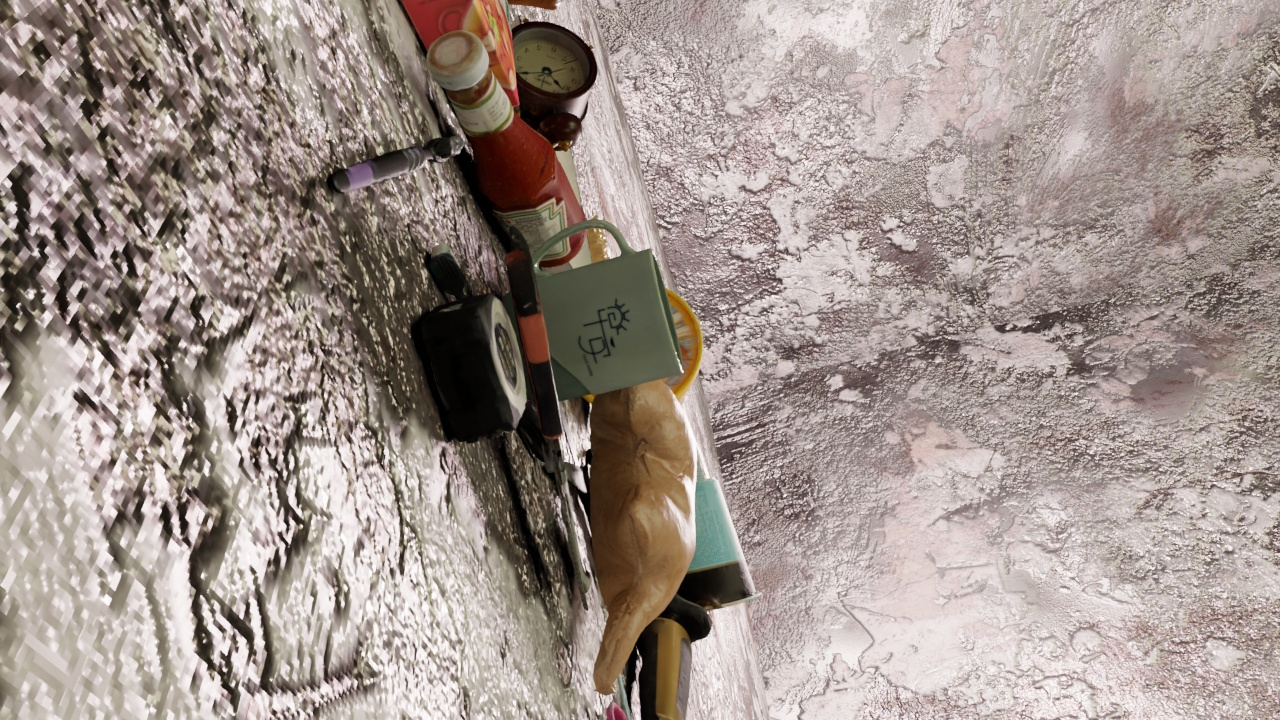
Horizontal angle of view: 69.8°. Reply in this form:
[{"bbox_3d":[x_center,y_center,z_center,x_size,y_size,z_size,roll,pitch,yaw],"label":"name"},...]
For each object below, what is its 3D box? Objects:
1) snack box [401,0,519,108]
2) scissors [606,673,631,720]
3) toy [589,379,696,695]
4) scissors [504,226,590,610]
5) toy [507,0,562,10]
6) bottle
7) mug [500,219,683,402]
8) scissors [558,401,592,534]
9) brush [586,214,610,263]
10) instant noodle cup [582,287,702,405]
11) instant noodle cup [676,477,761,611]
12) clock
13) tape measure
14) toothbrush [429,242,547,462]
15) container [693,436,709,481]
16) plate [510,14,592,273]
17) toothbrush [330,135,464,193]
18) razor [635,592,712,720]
[{"bbox_3d":[-0.116,-0.229,0.610,0.127,0.044,0.113,68,10,-56],"label":"snack box"},{"bbox_3d":[-0.005,0.273,0.645,0.133,0.017,0.134,71,3,-69],"label":"scissors"},{"bbox_3d":[0.000,0.120,0.643,0.143,0.082,0.225,61,25,-57],"label":"toy"},{"bbox_3d":[-0.053,0.035,0.532,0.205,0.015,0.198,89,-13,-52],"label":"scissors"},{"bbox_3d":[-0.108,-0.354,0.720,0.130,0.140,0.199,23,35,-27],"label":"toy"},{"bbox_3d":[-0.086,-0.134,0.608,0.206,0.060,0.059,64,14,-64],"label":"bottle"},{"bbox_3d":[-0.036,-0.033,0.599,0.082,0.106,0.112,-64,140,-79],"label":"mug"},{"bbox_3d":[-0.034,0.108,0.717,0.220,0.022,0.227,-44,120,-84],"label":"scissors"},{"bbox_3d":[-0.025,-0.039,0.985,0.083,0.046,0.255,-95,164,-77],"label":"brush"},{"bbox_3d":[-0.005,0.005,0.817,0.114,0.118,0.118,83,-4,-71],"label":"instant noodle cup"},{"bbox_3d":[0.049,0.178,0.885,0.111,0.111,0.120,47,31,-78],"label":"instant noodle cup"},{"bbox_3d":[-0.078,-0.204,0.703,0.055,0.082,0.121,129,-23,-58],"label":"clock"},{"bbox_3d":[-0.081,0.001,0.455,0.066,0.033,0.066,-86,164,-76],"label":"tape measure"},{"bbox_3d":[-0.082,0.004,0.533,0.018,0.015,0.181,-111,180,-46],"label":"toothbrush"},{"bbox_3d":[0.036,0.146,0.996,0.090,0.090,0.111,62,12,-68],"label":"container"},{"bbox_3d":[-0.088,-0.180,0.814,0.162,0.034,0.265,63,15,-65],"label":"plate"},{"bbox_3d":[-0.115,-0.099,0.456,0.188,0.017,0.014,-80,156,-72],"label":"toothbrush"},{"bbox_3d":[0.025,0.247,0.740,0.167,0.068,0.062,-77,152,-73],"label":"razor"}]
